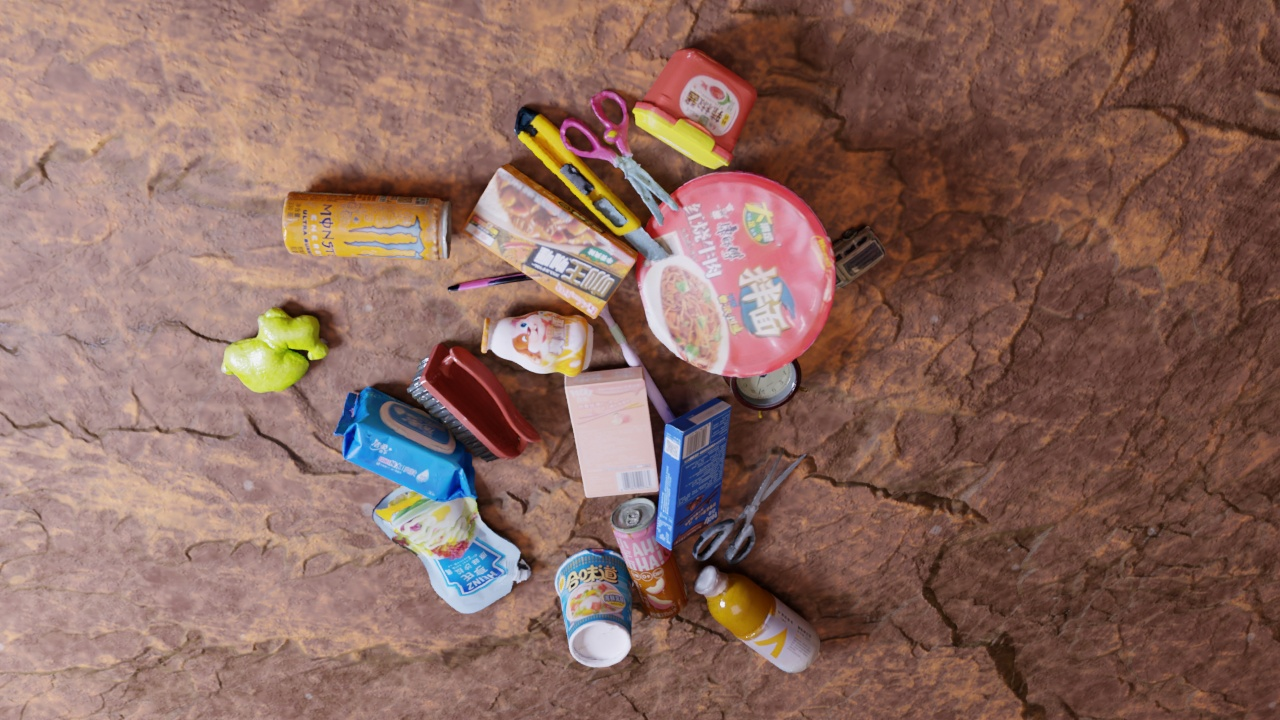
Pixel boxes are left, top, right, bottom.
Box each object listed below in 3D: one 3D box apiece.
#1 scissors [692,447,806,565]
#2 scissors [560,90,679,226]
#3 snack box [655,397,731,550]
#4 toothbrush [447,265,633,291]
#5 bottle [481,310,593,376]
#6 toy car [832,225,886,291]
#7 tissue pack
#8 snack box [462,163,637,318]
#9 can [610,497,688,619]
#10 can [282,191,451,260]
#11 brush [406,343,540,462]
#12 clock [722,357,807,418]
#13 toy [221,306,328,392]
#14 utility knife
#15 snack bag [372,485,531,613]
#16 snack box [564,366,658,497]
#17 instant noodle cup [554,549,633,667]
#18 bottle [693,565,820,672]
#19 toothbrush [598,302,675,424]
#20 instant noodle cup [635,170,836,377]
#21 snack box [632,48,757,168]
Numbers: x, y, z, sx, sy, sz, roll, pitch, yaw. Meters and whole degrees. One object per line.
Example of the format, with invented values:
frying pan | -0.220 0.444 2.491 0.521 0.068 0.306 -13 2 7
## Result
scissors | 0.126 0.177 1.066 0.170 0.014 0.160 -24 135 -16
scissors | -0.020 -0.174 0.836 0.077 0.017 0.137 -31 94 -10
snack box | 0.058 0.125 1.010 0.084 0.026 0.157 -25 130 -42
toothbrush | -0.098 -0.084 0.913 0.189 0.014 0.018 -10 131 0
bottle | -0.103 -0.019 0.918 0.108 0.063 0.063 6 118 -10
toy car | 0.203 -0.096 0.927 0.090 0.035 0.042 -35 116 15
tissue pack | -0.235 0.086 0.945 0.157 0.095 0.052 30 106 -21
snack box | -0.085 -0.112 0.871 0.153 0.026 0.075 34 112 -6
can | 0.012 0.233 1.073 0.058 0.057 0.147 -17 119 3
can | -0.250 -0.124 0.848 0.146 0.058 0.058 2 118 -7
brush | -0.167 0.048 0.949 0.069 0.063 0.146 -26 120 23
clock | 0.120 -0.001 0.958 0.082 0.055 0.122 -31 116 10
toy | -0.363 -0.006 0.916 0.096 0.031 0.100 14 116 -15
utility knife | -0.045 -0.159 0.848 0.193 0.015 0.033 44 116 -8
snack bag | -0.211 0.212 1.050 0.110 0.039 0.191 -32 119 -1
snack box | -0.029 0.080 0.991 0.084 0.026 0.157 -5 124 3
instant noodle cup | -0.051 0.292 1.069 0.099 0.109 0.099 -2 119 -4
bottle | 0.142 0.315 1.126 0.068 0.068 0.189 -42 115 16
toothbrush | -0.006 0.006 0.969 0.029 0.021 0.189 -43 121 -20
instant noodle cup | 0.094 -0.085 0.875 0.194 0.065 0.194 6 107 20
snack box | 0.050 -0.226 0.818 0.091 0.082 0.080 27 99 -20
